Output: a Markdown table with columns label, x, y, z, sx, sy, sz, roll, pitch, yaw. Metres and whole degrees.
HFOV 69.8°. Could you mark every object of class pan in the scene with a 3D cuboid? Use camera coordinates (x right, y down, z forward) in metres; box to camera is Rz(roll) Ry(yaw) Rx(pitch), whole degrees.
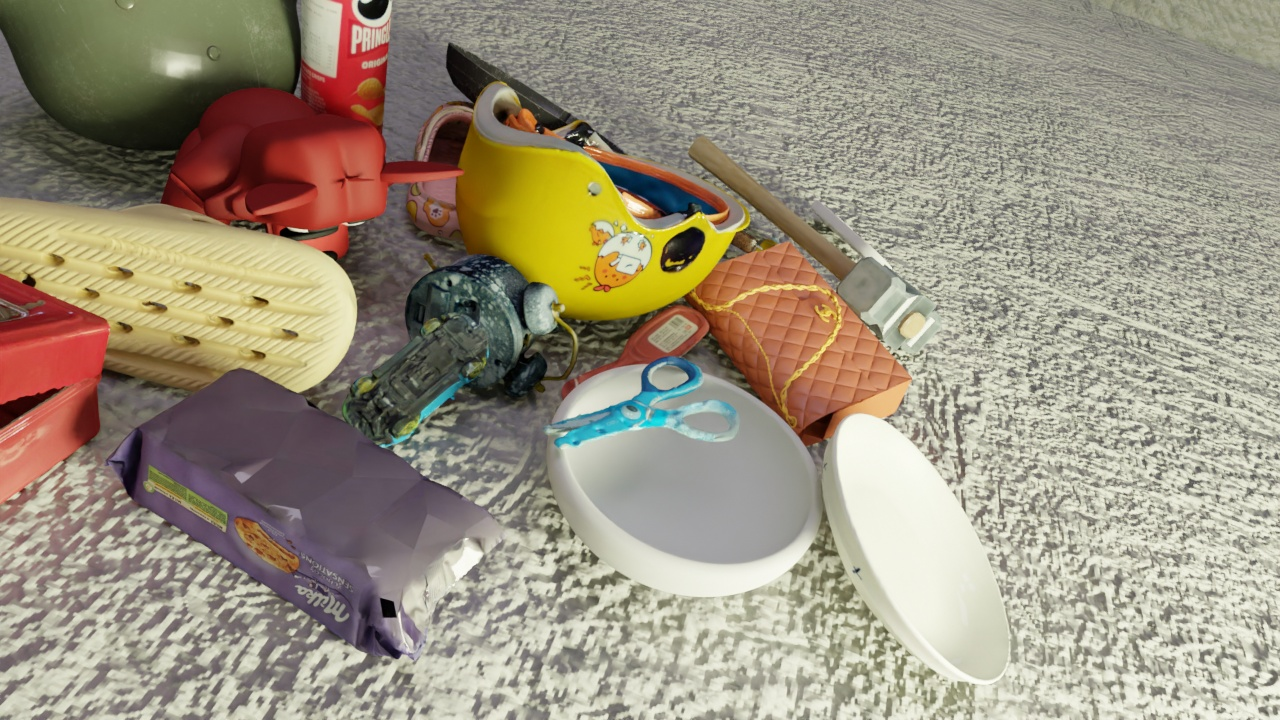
| label | x | y | z | sx | sy | sz | roll | pitch | yaw |
| --- | --- | --- | --- | --- | --- | --- | --- | --- | --- |
| pan | -0.038 | -0.195 | 0.885 | 0.357 | 0.040 | 0.207 | 35 | 13 | 4 |

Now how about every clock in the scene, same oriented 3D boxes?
| label | x | y | z | sx | sy | sz | roll | pitch | yaw |
| --- | --- | --- | --- | --- | --- | --- | --- | --- | --- |
| clock | -0.104 | -0.023 | 0.644 | 0.129 | 0.090 | 0.052 | 25 | 33 | 12 |

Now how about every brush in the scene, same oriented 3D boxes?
| label | x | y | z | sx | sy | sz | roll | pitch | yaw |
| --- | --- | --- | --- | --- | --- | --- | --- | --- | --- |
| brush | -0.004 | 0.004 | 0.700 | 0.041 | 0.030 | 0.171 | 35 | 41 | 17 |

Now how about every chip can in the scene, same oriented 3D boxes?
| label | x | y | z | sx | sy | sz | roll | pitch | yaw |
| --- | --- | --- | --- | --- | --- | --- | --- | --- | --- |
| chip can | -0.239 | -0.250 | 0.741 | 0.073 | 0.234 | 0.073 | 10 | 41 | -9 |

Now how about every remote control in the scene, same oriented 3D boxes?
| label | x | y | z | sx | sy | sz | roll | pitch | yaw |
| --- | --- | --- | --- | --- | --- | --- | --- | --- | --- |
| remote control | 0.213 | -0.126 | 0.934 | 0.043 | 0.013 | 0.136 | 35 | 15 | -36 |

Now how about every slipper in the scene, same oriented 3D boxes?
| label | x | y | z | sx | sy | sz | roll | pitch | yaw |
| --- | --- | --- | --- | --- | --- | --- | --- | --- | --- |
| slipper | -0.309 | -0.046 | 0.587 | 0.261 | 0.111 | 0.079 | 10 | 17 | -6 |
| slipper | -0.157 | -0.186 | 0.824 | 0.093 | 0.082 | 0.197 | 10 | 41 | -13 |

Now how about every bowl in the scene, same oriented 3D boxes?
| label | x | y | z | sx | sy | sz | roll | pitch | yaw |
| --- | --- | --- | --- | --- | --- | --- | --- | --- | --- |
| bowl | 0.023 | 0.083 | 0.586 | 0.176 | 0.066 | 0.176 | 12 | 39 | -10 |

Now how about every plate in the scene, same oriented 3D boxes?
| label | x | y | z | sx | sy | sz | roll | pitch | yaw |
| --- | --- | --- | --- | --- | --- | --- | --- | --- | --- |
| plate | 0.169 | 0.121 | 0.588 | 0.182 | 0.034 | 0.182 | 35 | 35 | -30 |

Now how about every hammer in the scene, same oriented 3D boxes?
| label | x | y | z | sx | sy | sz | roll | pitch | yaw |
| --- | --- | --- | --- | --- | --- | --- | --- | --- | --- |
| hammer | 0.149 | -0.126 | 0.879 | 0.117 | 0.051 | 0.323 | 24 | 20 | -51 |

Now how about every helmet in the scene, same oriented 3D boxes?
| label | x | y | z | sx | sy | sz | roll | pitch | yaw |
| --- | --- | --- | --- | --- | --- | --- | --- | --- | --- |
| helmet | -0.041 | -0.104 | 0.731 | 0.239 | 0.140 | 0.209 | 13 | 23 | -38 |
| helmet | -0.379 | -0.246 | 0.724 | 0.227 | 0.154 | 0.267 | -3 | 8 | 41 |

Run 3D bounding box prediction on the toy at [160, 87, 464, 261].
| label | x | y | z | sx | sy | sz | roll | pitch | yaw |
| --- | --- | --- | --- | --- | --- | --- | --- | --- | --- |
| toy | -0.246 | -0.130 | 0.664 | 0.158 | 0.121 | 0.197 | -20 | 30 | -41 |

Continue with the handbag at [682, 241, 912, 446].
| label | x | y | z | sx | sy | sz | roll | pitch | yaw |
| --- | --- | --- | --- | --- | --- | --- | --- | --- | --- |
| handbag | 0.122 | -0.020 | 0.748 | 0.108 | 0.060 | 0.172 | -19 | 54 | -22 |

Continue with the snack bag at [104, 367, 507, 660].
| label | x | y | z | sx | sy | sz | roll | pitch | yaw |
| --- | --- | --- | --- | --- | --- | --- | --- | --- | --- |
| snack bag | -0.184 | 0.078 | 0.513 | 0.205 | 0.059 | 0.096 | 27 | 38 | 11 |

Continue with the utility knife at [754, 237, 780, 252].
| label | x | y | z | sx | sy | sz | roll | pitch | yaw |
| --- | --- | --- | --- | --- | --- | --- | --- | --- | --- |
| utility knife | 0.104 | -0.084 | 0.866 | 0.030 | 0.017 | 0.155 | 36 | 37 | 6 |

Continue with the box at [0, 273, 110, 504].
| label | x | y | z | sx | sy | sz | roll | pitch | yaw |
| --- | --- | --- | --- | --- | --- | --- | --- | --- | --- |
| box | -0.392 | 0.010 | 0.490 | 0.157 | 0.123 | 0.136 | 23 | 20 | 9 |

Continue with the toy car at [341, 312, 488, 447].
| label | x | y | z | sx | sy | sz | roll | pitch | yaw |
| --- | --- | --- | --- | --- | --- | --- | --- | --- | --- |
| toy car | -0.145 | 0.014 | 0.603 | 0.048 | 0.032 | 0.105 | 42 | 75 | 14 |

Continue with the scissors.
| label | x | y | z | sx | sy | sz | roll | pitch | yaw |
| --- | --- | --- | --- | --- | --- | --- | --- | --- | --- |
| scissors | -0.006 | 0.028 | 0.576 | 0.140 | 0.015 | 0.083 | -10 | 48 | -29 |
